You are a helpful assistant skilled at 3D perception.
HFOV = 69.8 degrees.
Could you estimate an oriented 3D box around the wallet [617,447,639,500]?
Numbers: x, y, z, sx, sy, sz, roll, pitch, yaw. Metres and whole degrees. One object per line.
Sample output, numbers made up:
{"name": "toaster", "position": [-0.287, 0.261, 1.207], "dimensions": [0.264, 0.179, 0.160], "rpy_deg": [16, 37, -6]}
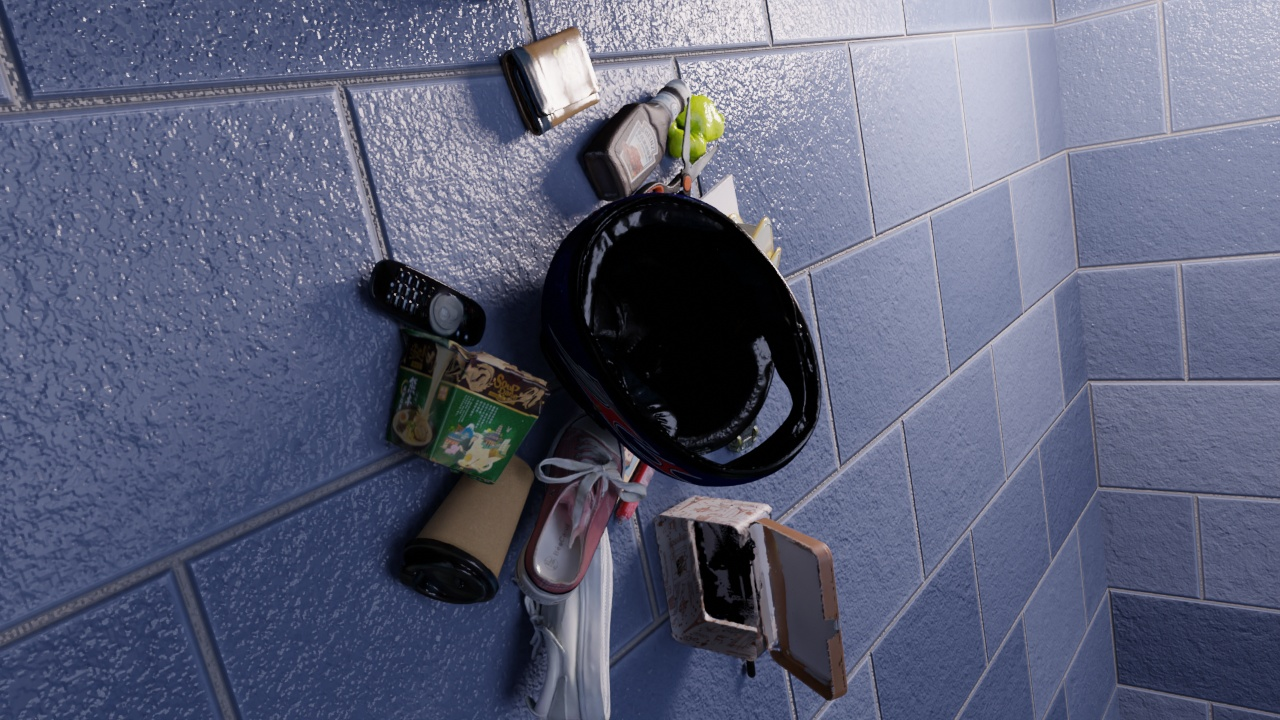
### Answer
{"name": "wallet", "position": [-0.030, 0.101, 1.055], "dimensions": [0.114, 0.024, 0.087], "rpy_deg": [-59, 136, -31]}

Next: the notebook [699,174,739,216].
{"name": "notebook", "position": [0.100, -0.116, 1.194], "dimensions": [0.150, 0.012, 0.209], "rpy_deg": [-44, 132, -42]}

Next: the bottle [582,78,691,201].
{"name": "bottle", "position": [0.003, -0.268, 1.082], "dimensions": [0.194, 0.044, 0.080], "rpy_deg": [-55, 135, -35]}

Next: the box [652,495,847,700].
{"name": "box", "position": [0.138, 0.267, 1.068], "dimensions": [0.110, 0.260, 0.179], "rpy_deg": [-20, 104, -46]}

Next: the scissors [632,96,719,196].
{"name": "scissors", "position": [0.042, -0.198, 1.115], "dimensions": [0.220, 0.022, 0.235], "rpy_deg": [-33, 127, -51]}

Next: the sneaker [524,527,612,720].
{"name": "sneaker", "position": [-0.079, 0.253, 0.960], "dimensions": [0.090, 0.091, 0.241], "rpy_deg": [77, 10, -60]}

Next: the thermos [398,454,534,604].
{"name": "thermos", "position": [-0.156, 0.155, 0.857], "dimensions": [0.093, 0.093, 0.142], "rpy_deg": [55, 42, -33]}

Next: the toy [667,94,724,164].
{"name": "toy", "position": [0.069, -0.298, 1.170], "dimensions": [0.096, 0.031, 0.100], "rpy_deg": [14, 76, -36]}

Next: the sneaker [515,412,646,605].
{"name": "sneaker", "position": [-0.055, 0.128, 0.914], "dimensions": [0.118, 0.088, 0.240], "rpy_deg": [31, 39, -9]}

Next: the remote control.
{"name": "remote control", "position": [-0.199, -0.051, 0.852], "dimensions": [0.136, 0.024, 0.053], "rpy_deg": [29, 66, -47]}

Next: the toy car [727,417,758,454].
{"name": "toy car", "position": [0.136, 0.067, 1.244], "dimensions": [0.054, 0.037, 0.121], "rpy_deg": [-23, 117, -49]}

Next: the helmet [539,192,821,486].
{"name": "helmet", "position": [0.039, -0.014, 0.943], "dimensions": [0.247, 0.241, 0.315], "rpy_deg": [-31, 81, -9]}

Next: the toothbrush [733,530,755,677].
{"name": "toothbrush", "position": [0.141, 0.332, 1.254], "dimensions": [0.026, 0.027, 0.213], "rpy_deg": [-8, 99, -6]}

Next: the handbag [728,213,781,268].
{"name": "handbag", "position": [0.133, -0.080, 1.193], "dimensions": [0.163, 0.063, 0.179], "rpy_deg": [-56, 142, -28]}

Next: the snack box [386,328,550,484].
{"name": "snack box", "position": [-0.166, 0.045, 0.837], "dimensions": [0.118, 0.118, 0.105], "rpy_deg": [30, 79, -43]}

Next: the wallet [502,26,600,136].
{"name": "wallet", "position": [-0.092, -0.301, 0.982], "dimensions": [0.115, 0.033, 0.090], "rpy_deg": [-43, 120, -46]}

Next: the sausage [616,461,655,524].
{"name": "sausage", "position": [0.008, 0.131, 1.100], "dimensions": [0.020, 0.020, 0.155], "rpy_deg": [54, 51, -35]}
